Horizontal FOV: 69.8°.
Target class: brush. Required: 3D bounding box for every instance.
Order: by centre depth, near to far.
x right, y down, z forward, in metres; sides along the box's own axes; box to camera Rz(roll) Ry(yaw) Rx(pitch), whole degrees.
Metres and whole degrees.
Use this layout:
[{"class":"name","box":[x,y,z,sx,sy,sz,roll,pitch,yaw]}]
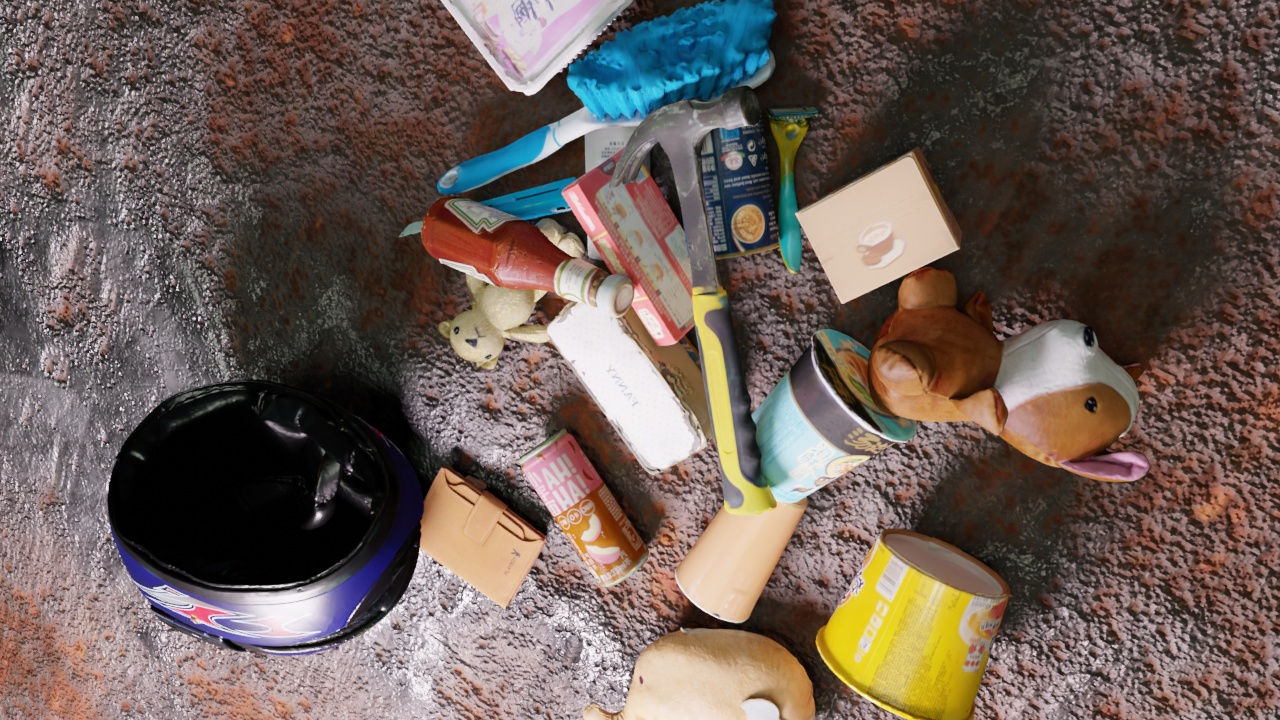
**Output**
[{"class":"brush","box":[-0.041,-0.200,0.733,0.315,0.109,0.060,-14,76,11]}]

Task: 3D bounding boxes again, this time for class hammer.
[{"class":"hammer","box":[0.054,-0.035,0.710,0.126,0.031,0.323,-3,103,36]}]

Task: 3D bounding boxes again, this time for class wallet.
[{"class":"wallet","box":[-0.167,0.180,0.938,0.132,0.031,0.108,34,115,7]}]

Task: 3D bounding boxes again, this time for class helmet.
[{"class":"helmet","box":[-0.329,0.164,0.874,0.316,0.246,0.241,18,150,23]}]

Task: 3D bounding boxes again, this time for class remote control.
[{"class":"remote control","box":[-0.019,-0.153,0.794,0.056,0.019,0.135,2,105,16]}]

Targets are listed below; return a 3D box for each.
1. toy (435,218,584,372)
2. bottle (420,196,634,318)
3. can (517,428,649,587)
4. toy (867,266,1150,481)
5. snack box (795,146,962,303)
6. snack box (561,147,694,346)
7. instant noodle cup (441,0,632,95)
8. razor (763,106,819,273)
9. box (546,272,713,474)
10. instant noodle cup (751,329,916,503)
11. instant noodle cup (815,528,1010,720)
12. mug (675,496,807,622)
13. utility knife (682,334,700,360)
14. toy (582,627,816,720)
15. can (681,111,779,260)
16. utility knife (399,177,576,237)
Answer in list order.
[{"class":"toy","box":[-0.115,-0.060,0.832,0.105,0.066,0.157,41,100,-10]},{"class":"bottle","box":[-0.095,-0.084,0.767,0.206,0.059,0.060,24,112,29]},{"class":"can","box":[-0.053,0.139,0.868,0.058,0.057,0.147,-33,91,25]},{"class":"toy","box":[0.271,0.008,0.667,0.199,0.139,0.131,25,145,6]},{"class":"snack box","box":[0.182,-0.104,0.693,0.093,0.094,0.077,-26,95,24]},{"class":"snack box","box":[0.004,-0.094,0.756,0.026,0.075,0.153,-14,114,50]},{"class":"instant noodle cup","box":[-0.088,-0.314,0.742,0.138,0.060,0.173,-39,84,16]},{"class":"razor","box":[0.122,-0.137,0.742,0.043,0.028,0.132,-5,102,-9]},{"class":"box","box":[-0.005,0.005,0.802,0.090,0.059,0.184,-33,91,43]},{"class":"instant noodle cup","box":[0.144,0.054,0.752,0.111,0.111,0.121,45,122,4]},{"class":"instant noodle cup","box":[0.227,0.210,0.749,0.138,0.137,0.110,22,102,13]},{"class":"mug","box":[0.093,0.159,0.814,0.078,0.078,0.123,32,107,10]},{"class":"utility knife","box":[0.040,-0.004,0.816,0.033,0.015,0.170,-39,89,28]},{"class":"toy","box":[0.053,0.317,0.866,0.226,0.082,0.143,-1,96,23]},{"class":"can","box":[0.067,-0.141,0.736,0.075,0.075,0.111,-5,102,21]},{"class":"utility knife","box":[-0.139,-0.135,0.840,0.199,0.034,0.018,-8,141,24]}]
